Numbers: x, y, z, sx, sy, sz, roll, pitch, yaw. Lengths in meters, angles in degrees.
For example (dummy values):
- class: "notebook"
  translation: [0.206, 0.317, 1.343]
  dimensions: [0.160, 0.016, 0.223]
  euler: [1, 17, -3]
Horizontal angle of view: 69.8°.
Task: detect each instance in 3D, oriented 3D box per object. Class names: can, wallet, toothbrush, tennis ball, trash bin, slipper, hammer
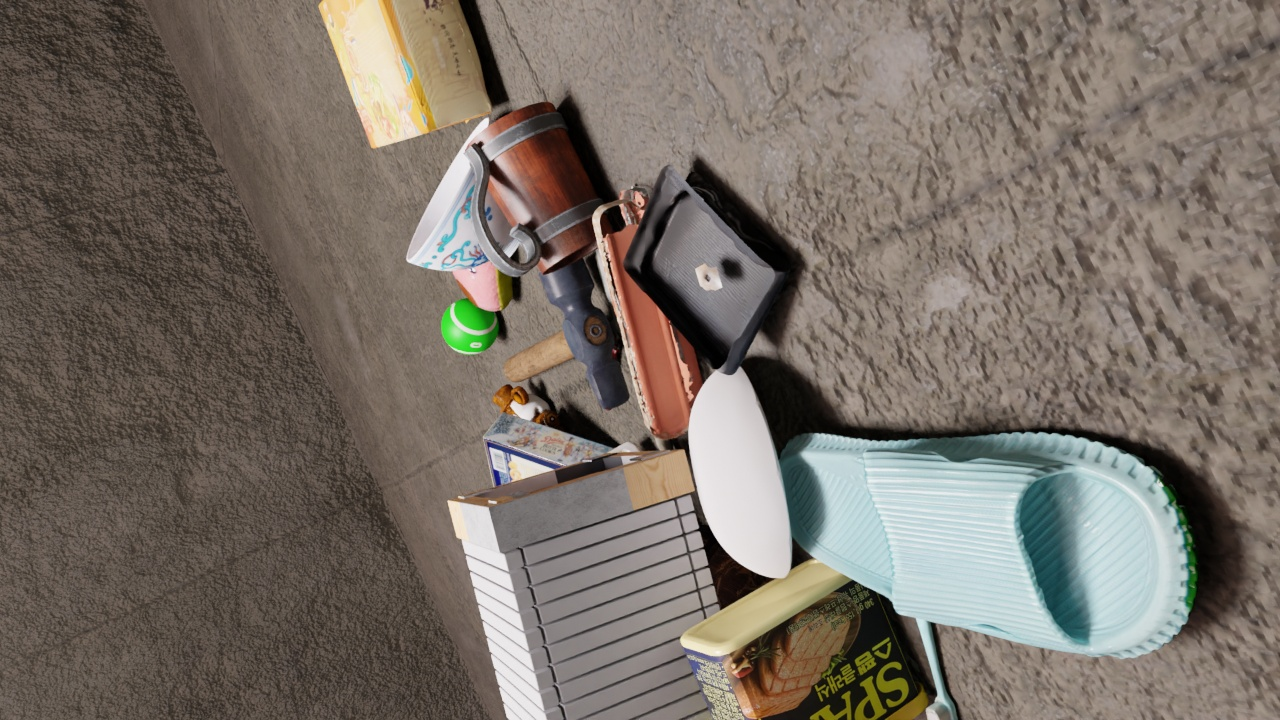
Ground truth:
- class: "can"
  translation: [0.107, 0.206, 0.611]
  dimensions: [0.075, 0.135, 0.104]
  euler: [-20, 92, 66]
- class: "wallet"
  translation: [0.041, -0.059, 0.590]
  dimensions: [0.115, 0.026, 0.089]
  euler: [51, 134, 29]
- class: "toothbrush"
  translation: [0.175, 0.160, 0.575]
  dimensions: [0.016, 0.016, 0.181]
  euler: [11, 121, 58]
- class: "tennis ball"
  translation: [-0.196, -0.039, 1.056]
  dimensions: [0.065, 0.065, 0.065]
  euler: [45, 149, 36]
- class: "trash bin"
  translation: [-0.030, 0.203, 0.674]
  dimensions: [0.143, 0.142, 0.247]
  euler: [-16, 89, 67]
- class: "slipper"
  translation: [0.148, 0.092, 0.485]
  dimensions: [0.277, 0.069, 0.116]
  euler: [0, 110, 61]
- class: "hammer"
  translation: [-0.091, -0.005, 0.902]
  dimensions: [0.129, 0.040, 0.322]
  euler: [68, 159, -1]

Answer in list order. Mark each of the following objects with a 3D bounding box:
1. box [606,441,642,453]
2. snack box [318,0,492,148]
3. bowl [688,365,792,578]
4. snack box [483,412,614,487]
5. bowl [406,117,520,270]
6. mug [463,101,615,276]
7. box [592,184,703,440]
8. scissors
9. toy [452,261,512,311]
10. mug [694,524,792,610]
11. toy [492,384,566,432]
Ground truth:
- class: "box"
  translation: [-0.034, 0.167, 0.788]
  dimensions: [0.143, 0.180, 0.080]
  euler: [53, 159, 9]
- class: "snack box"
  translation: [-0.212, -0.280, 0.839]
  dimensions: [0.195, 0.080, 0.145]
  euler: [15, 126, 59]
- class: "bowl"
  translation: [0.060, 0.078, 0.624]
  dimensions: [0.149, 0.043, 0.149]
  euler: [166, 92, -85]
- class: "snack box"
  translation: [-0.084, 0.135, 0.954]
  dimensions: [0.145, 0.042, 0.145]
  euler: [16, 135, 19]
- class: "bowl"
  translation: [-0.140, -0.133, 0.818]
  dimensions: [0.074, 0.143, 0.144]
  euler: [29, 166, -22]
- class: "mug"
  translation: [-0.086, -0.125, 0.703]
  dimensions: [0.082, 0.117, 0.111]
  euler: [-28, 92, 47]
- class: "box"
  translation: [0.005, -0.034, 0.682]
  dimensions: [0.067, 0.057, 0.187]
  euler: [-89, -14, -69]
- class: "scissors"
  translation: [-0.009, 0.005, 0.790]
  dimensions: [0.179, 0.015, 0.199]
  euler: [60, 155, 13]
- class: "toy"
  translation: [-0.166, -0.102, 0.953]
  dimensions: [0.090, 0.051, 0.110]
  euler: [53, 153, 19]
- class: "mug"
  translation: [0.056, 0.190, 0.735]
  dimensions: [0.107, 0.080, 0.115]
  euler: [-9, 67, 66]
- class: "toy"
  translation: [-0.122, 0.076, 1.024]
  dimensions: [0.112, 0.067, 0.087]
  euler: [41, 140, 17]
